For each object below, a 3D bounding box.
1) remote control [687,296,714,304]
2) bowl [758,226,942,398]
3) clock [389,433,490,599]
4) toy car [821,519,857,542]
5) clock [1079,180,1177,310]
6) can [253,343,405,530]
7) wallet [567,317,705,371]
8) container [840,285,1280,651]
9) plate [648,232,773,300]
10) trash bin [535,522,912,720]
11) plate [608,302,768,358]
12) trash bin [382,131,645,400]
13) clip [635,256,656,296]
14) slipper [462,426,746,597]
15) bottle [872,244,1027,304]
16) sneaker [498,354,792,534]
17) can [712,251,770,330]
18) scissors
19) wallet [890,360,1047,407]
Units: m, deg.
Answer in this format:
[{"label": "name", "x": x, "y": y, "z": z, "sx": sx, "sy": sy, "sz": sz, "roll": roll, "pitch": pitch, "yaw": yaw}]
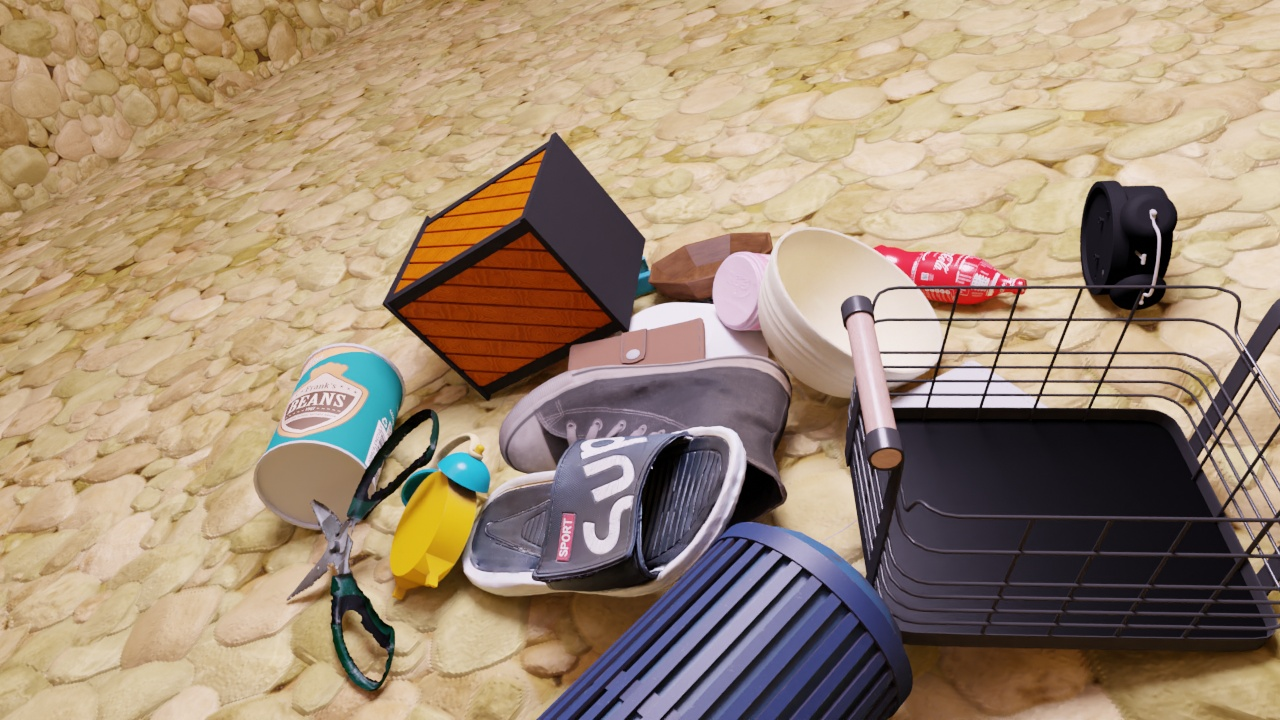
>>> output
[{"label": "remote control", "x": 0.022, "y": -0.030, "z": 0.878, "sx": 0.136, "sy": 0.013, "sz": 0.033, "roll": -27, "pitch": 35, "yaw": -9}, {"label": "bowl", "x": 0.152, "y": -0.026, "z": 0.722, "sx": 0.150, "sy": 0.076, "sz": 0.150, "roll": 17, "pitch": 44, "yaw": -18}, {"label": "clock", "x": -0.157, "y": 0.117, "z": 0.710, "sx": 0.099, "sy": 0.043, "sz": 0.129, "roll": -28, "pitch": 42, "yaw": 46}, {"label": "toy car", "x": 0.099, "y": 0.128, "z": 0.594, "sx": 0.092, "sy": 0.033, "sz": 0.061, "roll": -6, "pitch": 43, "yaw": 21}, {"label": "clock", "x": 0.377, "y": -0.090, "z": 0.706, "sx": 0.042, "sy": 0.091, "sz": 0.120, "roll": 0, "pitch": 24, "yaw": 11}, {"label": "can", "x": -0.274, "y": 0.066, "z": 0.825, "sx": 0.099, "sy": 0.099, "sz": 0.143, "roll": -15, "pitch": 34, "yaw": 8}, {"label": "wallet", "x": -0.005, "y": 0.004, "z": 0.767, "sx": 0.121, "sy": 0.013, "sz": 0.087, "roll": -12, "pitch": 40, "yaw": 12}, {"label": "container", "x": 0.229, "y": 0.049, "z": 0.492, "sx": 0.241, "sy": 0.130, "sz": 0.162, "roll": 0, "pitch": 44, "yaw": 3}, {"label": "plate", "x": 0.073, "y": -0.092, "z": 0.910, "sx": 0.131, "sy": 0.025, "sz": 0.131, "roll": -15, "pitch": 22, "yaw": 6}, {"label": "trash bin", "x": 0.016, "y": 0.200, "z": 0.451, "sx": 0.248, "sy": 0.139, "sz": 0.139, "roll": -38, "pitch": 38, "yaw": -27}, {"label": "plate", "x": 0.023, "y": -0.007, "z": 0.809, "sx": 0.174, "sy": 0.036, "sz": 0.173, "roll": -13, "pitch": 40, "yaw": 11}, {"label": "trash bin", "x": -0.112, "y": -0.085, "z": 0.859, "sx": 0.172, "sy": 0.139, "sz": 0.139, "roll": -25, "pitch": 34, "yaw": 28}, {"label": "clip", "x": -0.051, "y": -0.078, "z": 0.977, "sx": 0.130, "sy": 0.030, "sz": 0.120, "roll": -32, "pitch": 31, "yaw": -16}, {"label": "slipper", "x": -0.045, "y": 0.100, "z": 0.607, "sx": 0.265, "sy": 0.063, "sz": 0.111, "roll": -19, "pitch": 47, "yaw": 46}, {"label": "bottle", "x": 0.257, "y": -0.072, "z": 0.786, "sx": 0.142, "sy": 0.042, "sz": 0.041, "roll": 13, "pitch": 47, "yaw": 40}, {"label": "sneaker", "x": -0.003, "y": 0.071, "z": 0.688, "sx": 0.235, "sy": 0.095, "sz": 0.119, "roll": -5, "pitch": 36, "yaw": 11}, {"label": "can", "x": 0.111, "y": -0.059, "z": 0.797, "sx": 0.076, "sy": 0.067, "sz": 0.067, "roll": 0, "pitch": 20, "yaw": -35}, {"label": "scissors", "x": -0.201, "y": 0.132, "z": 0.697, "sx": 0.206, "sy": 0.015, "sz": 0.202, "roll": -56, "pitch": 45, "yaw": 4}, {"label": "wallet", "x": 0.215, "y": 0.055, "z": 0.636, "sx": 0.115, "sy": 0.037, "sz": 0.118, "roll": -25, "pitch": 31, "yaw": -8}]
